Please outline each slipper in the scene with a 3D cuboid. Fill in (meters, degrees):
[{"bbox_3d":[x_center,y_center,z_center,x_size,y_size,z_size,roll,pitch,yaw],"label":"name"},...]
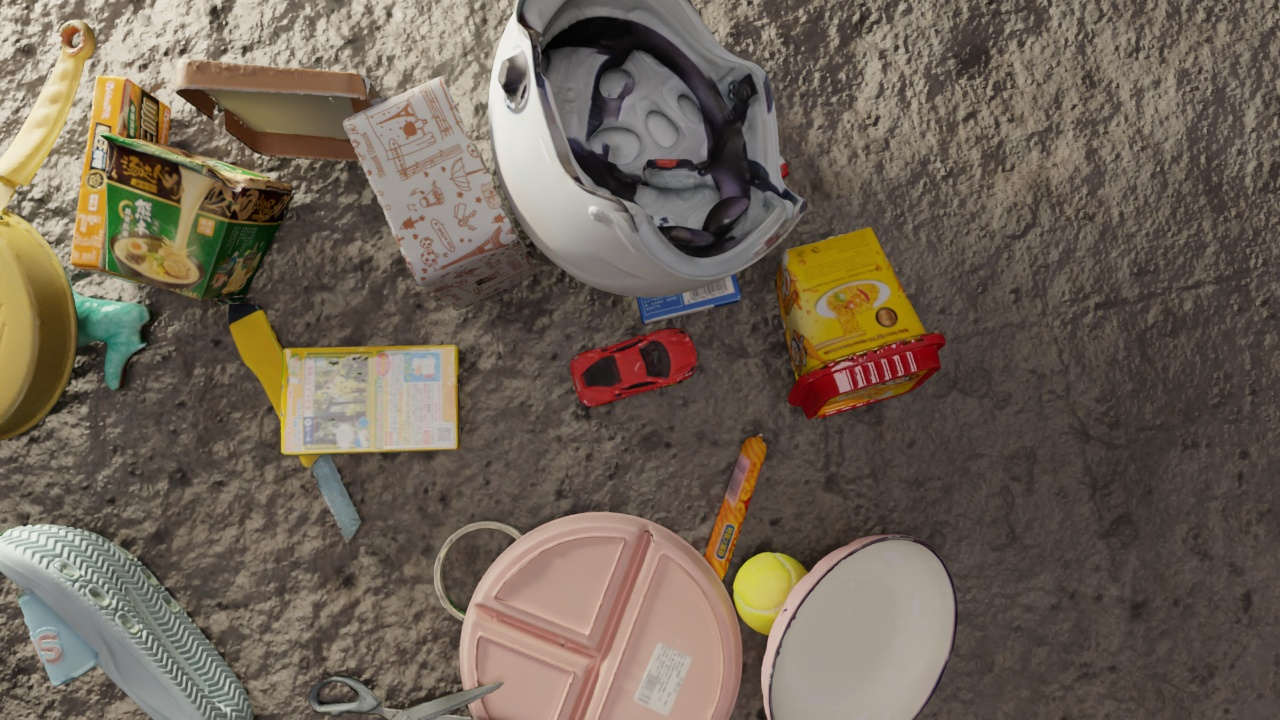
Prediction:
[{"bbox_3d":[-0.404,0.224,0.713,0.074,0.104,0.245,-42,94,-1],"label":"slipper"}]

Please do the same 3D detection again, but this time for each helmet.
[{"bbox_3d":[-0.017,-0.157,0.677,0.228,0.146,0.258,-15,76,-42],"label":"helmet"}]

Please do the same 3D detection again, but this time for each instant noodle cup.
[{"bbox_3d":[0.165,-0.030,0.735,0.116,0.116,0.123,-16,75,-2],"label":"instant noodle cup"}]

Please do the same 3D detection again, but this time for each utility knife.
[{"bbox_3d":[-0.287,0.049,0.764,0.033,0.015,0.223,-27,87,-3],"label":"utility knife"}]

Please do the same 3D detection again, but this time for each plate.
[{"bbox_3d":[0.166,0.221,0.717,0.192,0.039,0.192,-8,107,-29],"label":"plate"},{"bbox_3d":[-0.032,0.237,0.732,0.229,0.028,0.229,0,85,1],"label":"plate"}]

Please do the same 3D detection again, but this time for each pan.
[{"bbox_3d":[-0.516,-0.105,0.736,0.198,0.078,0.357,21,99,8],"label":"pan"}]

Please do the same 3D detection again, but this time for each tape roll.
[{"bbox_3d":[-0.127,0.176,0.760,0.086,0.014,0.085,0,87,0],"label":"tape roll"}]

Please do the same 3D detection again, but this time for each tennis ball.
[{"bbox_3d":[0.107,0.187,0.737,0.065,0.065,0.065,0,86,-1],"label":"tennis ball"}]

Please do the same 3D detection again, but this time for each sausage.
[{"bbox_3d":[0.073,0.137,0.762,0.021,0.021,0.165,19,87,0],"label":"sausage"}]

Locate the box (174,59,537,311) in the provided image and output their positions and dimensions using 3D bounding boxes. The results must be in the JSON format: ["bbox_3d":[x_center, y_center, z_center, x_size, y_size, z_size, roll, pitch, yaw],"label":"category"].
[{"bbox_3d":[-0.193,-0.149,0.698,0.269,0.179,0.136,33,86,0],"label":"box"}]

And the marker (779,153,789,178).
[{"bbox_3d":[0.085,-0.219,0.787,0.017,0.017,0.145,-30,88,-3],"label":"marker"}]

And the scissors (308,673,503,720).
[{"bbox_3d":[-0.190,0.290,0.733,0.164,0.014,0.164,30,96,12],"label":"scissors"}]

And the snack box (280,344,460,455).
[{"bbox_3d":[-0.218,0.032,0.750,0.140,0.034,0.087,-1,84,-9],"label":"snack box"}]

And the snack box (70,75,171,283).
[{"bbox_3d":[-0.419,-0.144,0.745,0.026,0.075,0.153,5,86,0],"label":"snack box"}]

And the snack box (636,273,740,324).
[{"bbox_3d":[0.024,-0.115,0.774,0.084,0.026,0.157,-14,87,-2],"label":"snack box"}]

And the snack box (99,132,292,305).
[{"bbox_3d":[-0.360,-0.110,0.732,0.117,0.118,0.105,18,96,0],"label":"snack box"}]

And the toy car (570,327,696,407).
[{"bbox_3d":[-0.005,0.004,0.765,0.106,0.031,0.049,-15,88,-4],"label":"toy car"}]

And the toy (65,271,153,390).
[{"bbox_3d":[-0.450,-0.025,0.761,0.092,0.030,0.096,5,89,3],"label":"toy"}]
